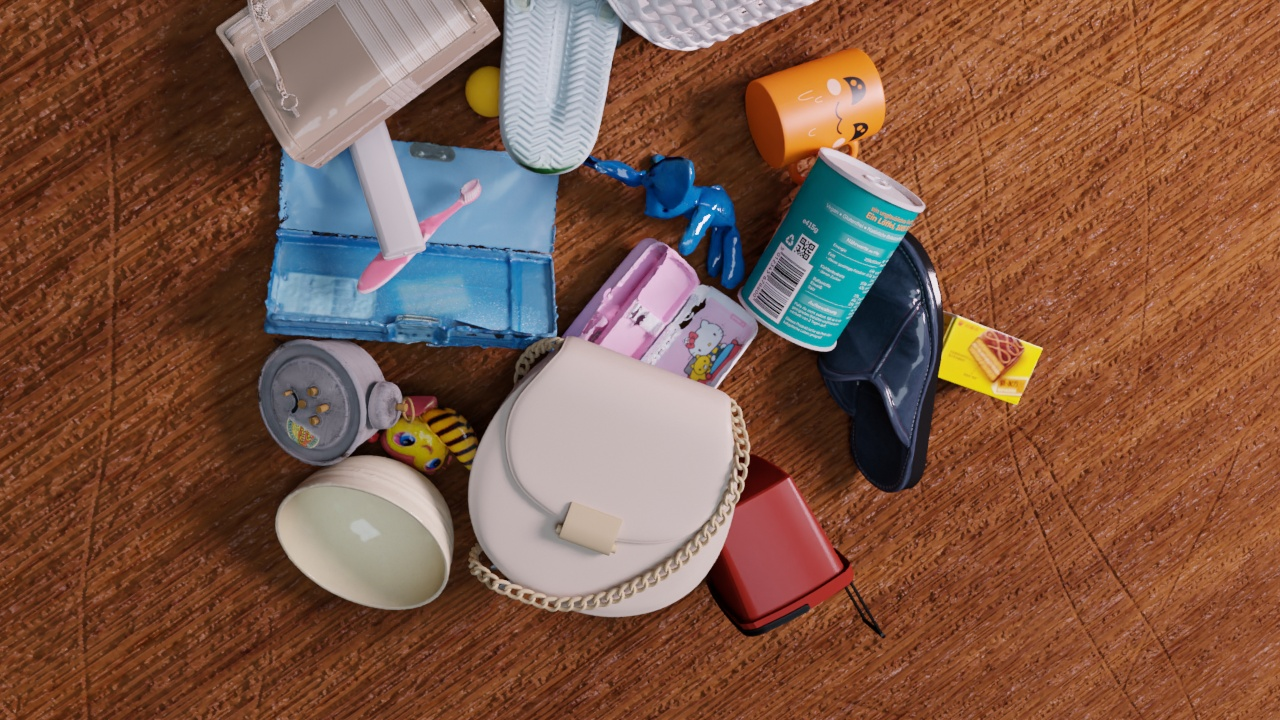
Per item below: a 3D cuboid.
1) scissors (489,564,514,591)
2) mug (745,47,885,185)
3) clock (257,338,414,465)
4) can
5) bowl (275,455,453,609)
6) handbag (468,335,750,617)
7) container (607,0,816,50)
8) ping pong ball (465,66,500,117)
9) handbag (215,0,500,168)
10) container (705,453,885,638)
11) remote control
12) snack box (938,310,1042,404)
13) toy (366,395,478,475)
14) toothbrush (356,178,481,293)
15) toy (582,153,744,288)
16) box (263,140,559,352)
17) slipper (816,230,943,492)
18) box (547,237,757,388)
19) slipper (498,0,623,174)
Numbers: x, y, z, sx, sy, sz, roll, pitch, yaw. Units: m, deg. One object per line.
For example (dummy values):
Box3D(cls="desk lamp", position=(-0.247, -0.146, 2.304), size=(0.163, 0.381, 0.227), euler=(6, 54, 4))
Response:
Box3D(cls="scissors", position=(-0.062, 0.179, 0.882), size=(0.153, 0.014, 0.131), euler=(18, 99, -21))
Box3D(cls="mug", position=(0.155, -0.207, 0.812), size=(0.096, 0.077, 0.113), euler=(-21, 127, -9))
Box3D(cls="clock", position=(-0.246, 0.033, 0.746), size=(0.148, 0.056, 0.104), euler=(7, 104, 18))
Box3D(cls="can", position=(0.162, -0.095, 0.794), size=(0.099, 0.099, 0.144), euler=(20, 116, -18))
Box3D(cls="bowl", position=(-0.223, 0.135, 0.784), size=(0.151, 0.075, 0.151), euler=(7, 129, 8))
Box3D(cls="handbag", position=(-0.030, 0.098, 0.760), size=(0.210, 0.103, 0.209), euler=(20, 100, -3))
Box3D(cls="container", position=(0.078, -0.341, 0.658), size=(0.189, 0.187, 0.189), euler=(3, 86, -43))
Box3D(cls="ping pong ball", position=(-0.123, -0.220, 0.750), size=(0.040, 0.040, 0.040), euler=(-3, 105, -14))
Box3D(cls="handbag", position=(-0.234, -0.276, 0.673), size=(0.176, 0.062, 0.198), euler=(-35, 94, 3))
Box3D(cls="container", position=(0.131, 0.201, 0.867), size=(0.127, 0.148, 0.201), euler=(-27, 100, -8))
Box3D(cls="remote control", position=(-0.205, -0.141, 0.728), size=(0.033, 0.012, 0.131), euler=(-18, 74, -12))
Box3D(cls="snack box", position=(0.316, -0.007, 0.895), size=(0.105, 0.083, 0.061), euler=(18, 98, -17))
Box3D(cls="toy", position=(-0.184, 0.069, 0.797), size=(0.103, 0.046, 0.084), euler=(-4, 112, 21))
Box3D(cls="toothbrush", position=(-0.175, -0.100, 0.732), size=(0.021, 0.016, 0.134), euler=(40, 69, 8))
Box3D(cls="toy", position=(0.039, -0.130, 0.783), size=(0.176, 0.113, 0.071), euler=(36, 90, -36))
Box3D(cls="box", position=(-0.183, -0.094, 0.766), size=(0.231, 0.060, 0.175), euler=(4, 78, -15))
Box3D(cls="slipper", position=(0.212, 0.007, 0.856), size=(0.083, 0.109, 0.266), euler=(-13, 112, -27))
Box3D(cls="box", position=(-0.002, 0.007, 0.807), size=(0.201, 0.101, 0.111), euler=(-51, 135, 2))
Box3D(cls="slipper", position=(-0.063, -0.265, 0.735), size=(0.104, 0.074, 0.245), euler=(9, 84, -9))
